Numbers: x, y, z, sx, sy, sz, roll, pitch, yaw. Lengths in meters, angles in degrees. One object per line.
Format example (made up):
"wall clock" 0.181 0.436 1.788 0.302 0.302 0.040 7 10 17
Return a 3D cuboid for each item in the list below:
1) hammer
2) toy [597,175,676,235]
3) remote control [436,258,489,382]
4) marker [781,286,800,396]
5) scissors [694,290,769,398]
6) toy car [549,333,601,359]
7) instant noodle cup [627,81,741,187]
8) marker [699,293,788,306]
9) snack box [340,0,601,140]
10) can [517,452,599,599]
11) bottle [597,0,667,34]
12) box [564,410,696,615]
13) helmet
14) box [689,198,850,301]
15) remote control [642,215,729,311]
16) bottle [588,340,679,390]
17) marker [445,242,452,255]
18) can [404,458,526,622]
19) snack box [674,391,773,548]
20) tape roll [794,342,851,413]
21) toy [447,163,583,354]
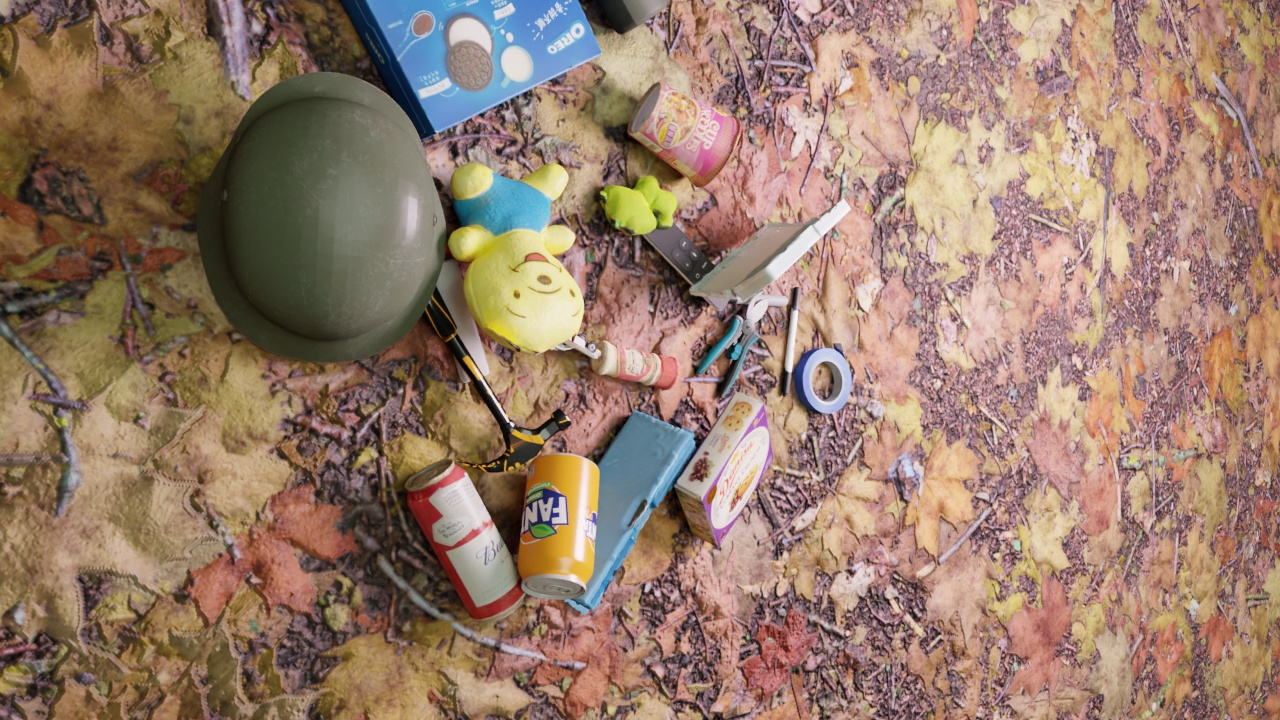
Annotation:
"hammer" -0.200 -0.025 0.950 0.123 0.036 0.320 -33 105 -9
"toy" -0.003 -0.183 1.091 0.094 0.036 0.093 38 58 -11
"remote control" -0.192 -0.042 0.976 0.033 0.012 0.131 -21 102 -32
"marker" 0.204 -0.026 1.246 0.011 0.011 0.152 11 83 -33
"scissors" 0.121 -0.018 1.180 0.127 0.019 0.153 -9 98 -29
"toy car" -0.099 -0.029 1.027 0.113 0.039 0.039 33 92 -30
"instant noodle cup" 0.049 -0.276 1.099 0.108 0.098 0.097 26 75 -24
"marker" 0.137 -0.081 1.198 0.140 0.016 0.016 1 89 -34
"snack box" -0.178 -0.368 0.965 0.238 0.056 0.195 -36 109 -30
"can" -0.087 0.175 0.977 0.079 0.079 0.142 25 51 -31
"bottle" -0.048 -0.481 1.044 0.071 0.072 0.207 -43 112 -27
"box" -0.021 0.183 1.065 0.231 0.094 0.102 -57 147 -22
"helmet" -0.272 -0.130 0.809 0.226 0.154 0.268 4 91 -21
"box" 0.162 -0.132 1.124 0.196 0.137 0.049 -41 112 -39
"remote control" 0.060 -0.123 1.138 0.146 0.008 0.045 44 58 -18
"bottle" -0.006 0.006 1.084 0.109 0.044 0.044 14 82 -33
"marker" -0.162 -0.107 0.999 0.142 0.013 0.012 15 81 -33
"can" -0.180 0.188 0.950 0.067 0.067 0.170 -34 107 -30
"snack box" 0.105 0.134 1.115 0.143 0.040 0.148 -54 151 -21
"tape roll" 0.254 0.028 1.275 0.092 0.016 0.091 -21 101 -32
"toy" -0.128 -0.102 0.952 0.148 0.084 0.213 -5 73 -39
